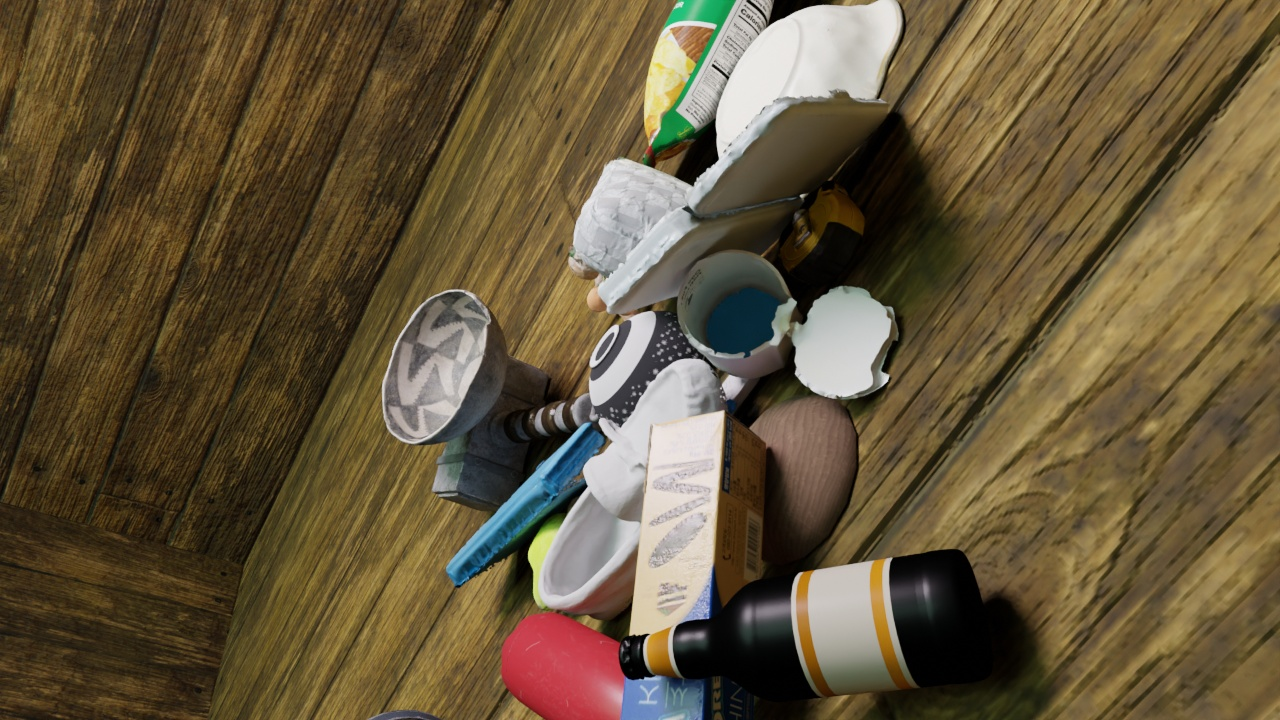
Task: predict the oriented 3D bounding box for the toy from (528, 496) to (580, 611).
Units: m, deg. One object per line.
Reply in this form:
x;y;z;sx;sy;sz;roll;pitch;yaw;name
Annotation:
-0.061;0.165;0.825;0.115;0.046;0.092;-51;29;19;toy

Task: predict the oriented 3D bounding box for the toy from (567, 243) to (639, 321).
-0.032;-0.090;0.921;0.074;0.106;0.085;-42;36;6;toy

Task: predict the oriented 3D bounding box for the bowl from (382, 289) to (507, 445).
-0.202;0.016;1.012;0.179;0.081;0.178;-22;55;35;bowl

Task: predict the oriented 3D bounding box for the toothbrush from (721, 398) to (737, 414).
0.031;0.053;0.732;0.167;0.014;0.016;-35;31;62;toothbrush

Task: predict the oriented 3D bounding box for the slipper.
-0.010;0.102;0.707;0.112;0.074;0.247;49;121;35;slipper

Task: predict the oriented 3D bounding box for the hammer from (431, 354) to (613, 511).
-0.112;0.068;0.992;0.327;0.079;0.176;-15;56;55;hammer

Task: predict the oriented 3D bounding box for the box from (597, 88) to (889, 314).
0.078;-0.109;0.633;0.189;0.037;0.208;-41;-10;32;box

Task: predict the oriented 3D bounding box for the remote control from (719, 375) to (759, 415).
0.052;0.053;0.720;0.131;0.012;0.033;-56;18;24;remote control

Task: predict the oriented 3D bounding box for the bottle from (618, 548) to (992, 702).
0.072;0.136;0.452;0.182;0.059;0.059;-16;49;24;bottle

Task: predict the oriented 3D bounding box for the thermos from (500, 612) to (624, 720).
-0.017;0.236;0.635;0.240;0.073;0.073;1;70;57;thermos

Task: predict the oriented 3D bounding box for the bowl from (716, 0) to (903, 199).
0.118;-0.220;0.764;0.220;0.060;0.188;-46;32;41;bowl

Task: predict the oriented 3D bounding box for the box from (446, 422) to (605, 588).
-0.108;0.152;0.894;0.232;0.052;0.093;-45;3;42;box

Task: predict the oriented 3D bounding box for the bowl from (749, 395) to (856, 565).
0.091;0.073;0.602;0.118;0.030;0.117;-47;31;39;bowl

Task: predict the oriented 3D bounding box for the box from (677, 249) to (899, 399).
0.103;-0.017;0.629;0.080;0.150;0.106;-65;-18;-1;box

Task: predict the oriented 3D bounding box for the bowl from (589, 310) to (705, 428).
-0.005;0.005;0.788;0.120;0.066;0.120;-51;17;22;bowl

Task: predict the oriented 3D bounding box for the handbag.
-0.003;-0.101;0.797;0.171;0.112;0.124;-75;11;-65;handbag

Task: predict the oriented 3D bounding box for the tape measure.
0.127;-0.088;0.656;0.066;0.037;0.064;-49;29;36;tape measure

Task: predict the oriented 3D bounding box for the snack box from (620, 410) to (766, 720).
0.033;0.135;0.542;0.056;0.057;0.206;-13;57;33;snack box

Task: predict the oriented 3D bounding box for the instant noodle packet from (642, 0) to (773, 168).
0.065;-0.296;0.873;0.253;0.090;0.195;-62;1;7;instant noodle packet

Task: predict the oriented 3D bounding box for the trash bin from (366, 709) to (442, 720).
-0.190;0.398;0.760;0.228;0.164;0.164;2;71;69;trash bin
